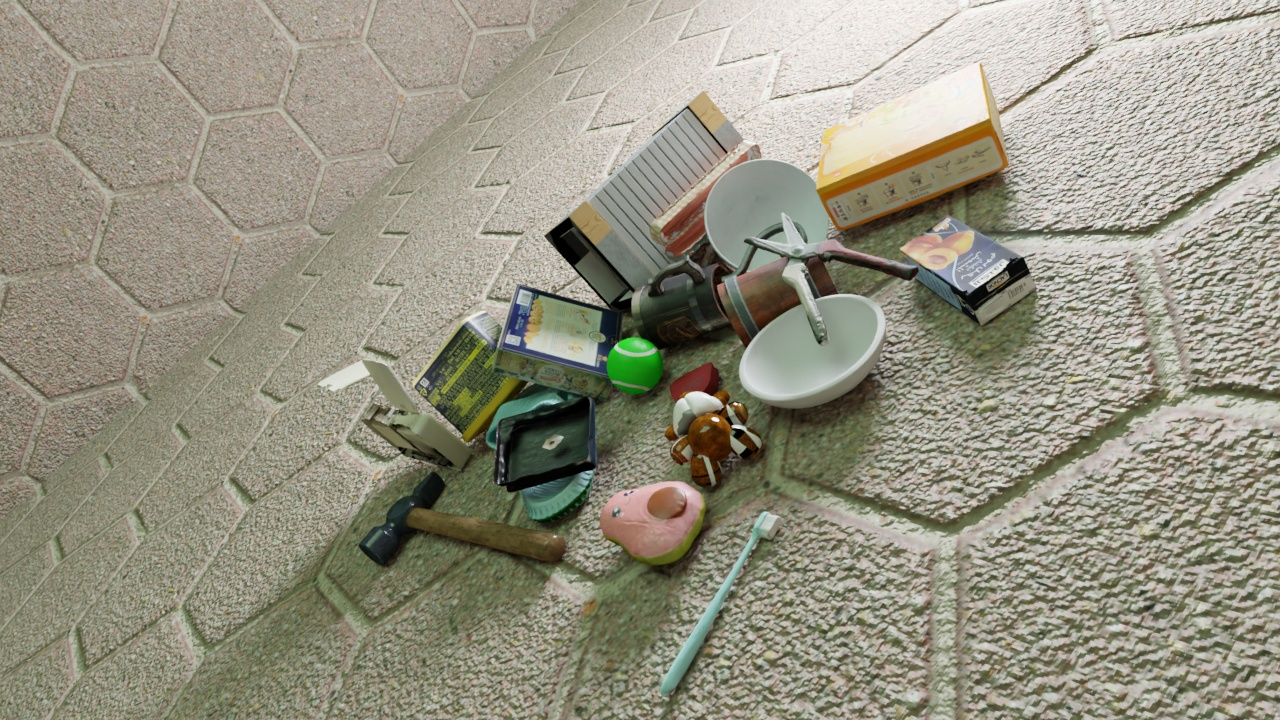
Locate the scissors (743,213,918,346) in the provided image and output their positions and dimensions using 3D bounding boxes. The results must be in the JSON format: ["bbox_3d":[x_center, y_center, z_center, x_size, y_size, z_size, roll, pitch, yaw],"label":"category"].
[{"bbox_3d":[0.179,-0.087,0.915,0.199,0.015,0.178,3,54,30],"label":"scissors"}]

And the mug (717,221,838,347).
[{"bbox_3d":[0.144,-0.085,0.991,0.111,0.081,0.117,-26,66,13],"label":"mug"}]

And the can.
[{"bbox_3d":[-0.210,0.019,1.175,0.135,0.104,0.075,-47,-2,23],"label":"can"}]

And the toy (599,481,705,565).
[{"bbox_3d":[0.007,0.150,0.849,0.110,0.051,0.089,-7,40,44],"label":"toy"}]

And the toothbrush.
[{"bbox_3d":[0.066,0.197,0.752,0.017,0.016,0.180,10,53,43],"label":"toothbrush"}]

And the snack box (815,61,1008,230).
[{"bbox_3d":[0.308,-0.237,1.044,0.196,0.080,0.144,-19,34,29],"label":"snack box"}]

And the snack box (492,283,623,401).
[{"bbox_3d":[-0.099,-0.024,1.137,0.144,0.145,0.043,-84,13,-53],"label":"snack box"}]

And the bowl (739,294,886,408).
[{"bbox_3d":[0.172,-0.001,0.891,0.150,0.043,0.149,-25,31,16],"label":"bowl"}]

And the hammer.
[{"bbox_3d":[-0.193,0.190,1.036,0.323,0.040,0.129,-1,41,46],"label":"hammer"}]

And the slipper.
[{"bbox_3d":[-0.117,0.085,1.069,0.116,0.069,0.276,-31,30,4],"label":"slipper"}]

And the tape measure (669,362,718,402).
[{"bbox_3d":[0.058,0.034,0.997,0.059,0.019,0.051,-29,31,30],"label":"tape measure"}]

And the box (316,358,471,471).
[{"bbox_3d":[-0.308,0.062,1.187,0.144,0.180,0.080,6,57,43],"label":"box"}]

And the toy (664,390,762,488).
[{"bbox_3d":[0.064,0.066,0.904,0.087,0.067,0.112,-36,20,3],"label":"toy"}]

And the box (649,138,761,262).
[{"bbox_3d":[0.092,-0.198,1.133,0.067,0.057,0.187,40,74,21],"label":"box"}]

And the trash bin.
[{"bbox_3d":[0.022,-0.204,1.213,0.246,0.142,0.143,-45,11,-14],"label":"trash bin"}]

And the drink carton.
[{"bbox_3d":[0.308,-0.088,0.870,0.064,0.040,0.130,-36,29,4],"label":"drink carton"}]

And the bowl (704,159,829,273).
[{"bbox_3d":[0.147,-0.158,1.094,0.144,0.144,0.074,-42,-11,-7],"label":"bowl"}]

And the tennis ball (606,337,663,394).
[{"bbox_3d":[-0.006,0.006,1.058,0.065,0.065,0.065,-28,30,17],"label":"tennis ball"}]

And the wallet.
[{"bbox_3d":[-0.101,0.092,0.989,0.115,0.026,0.089,-16,47,16],"label":"wallet"}]

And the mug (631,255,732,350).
[{"bbox_3d":[0.046,-0.072,1.066,0.107,0.115,0.079,-16,52,32],"label":"mug"}]
